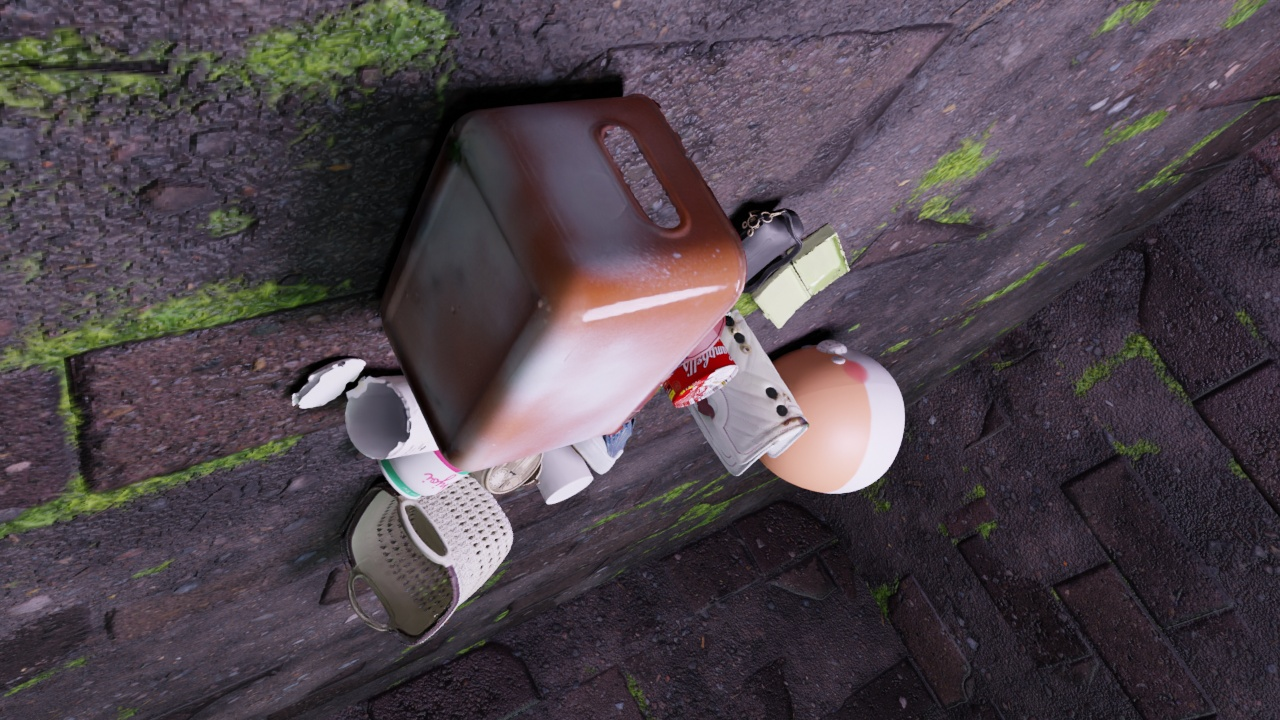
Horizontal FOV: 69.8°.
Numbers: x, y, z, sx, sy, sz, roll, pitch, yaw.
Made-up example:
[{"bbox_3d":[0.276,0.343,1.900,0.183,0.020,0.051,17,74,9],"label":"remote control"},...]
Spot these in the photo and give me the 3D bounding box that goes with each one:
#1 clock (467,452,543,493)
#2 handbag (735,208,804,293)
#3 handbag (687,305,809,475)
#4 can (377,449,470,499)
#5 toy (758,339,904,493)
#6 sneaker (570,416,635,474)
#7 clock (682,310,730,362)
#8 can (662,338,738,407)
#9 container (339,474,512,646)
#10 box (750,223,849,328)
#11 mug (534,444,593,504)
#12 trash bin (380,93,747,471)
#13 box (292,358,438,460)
[{"bbox_3d":[-0.148,0.118,1.070,0.093,0.054,0.141,-47,150,-2],"label":"clock"},{"bbox_3d":[0.118,-0.122,0.997,0.079,0.054,0.129,-4,153,-44],"label":"handbag"},{"bbox_3d":[0.125,0.039,1.215,0.096,0.198,0.142,-20,159,-27],"label":"handbag"},{"bbox_3d":[-0.192,0.073,0.973,0.166,0.088,0.088,-33,163,10],"label":"can"},{"bbox_3d":[0.308,0.094,1.584,0.280,0.263,0.266,3,104,-31],"label":"toy"},{"bbox_3d":[-0.048,0.100,1.281,0.079,0.087,0.235,-44,171,3],"label":"sneaker"},{"bbox_3d":[0.030,-0.044,0.986,0.138,0.096,0.048,-22,144,14],"label":"clock"},{"bbox_3d":[0.047,-0.017,1.063,0.086,0.116,0.087,-27,163,-10],"label":"can"},{"bbox_3d":[-0.275,0.244,1.179,0.142,0.184,0.252,-26,164,-43],"label":"container"},{"bbox_3d":[0.214,-0.108,1.227,0.138,0.030,0.187,-40,162,10],"label":"box"},{"bbox_3d":[-0.117,0.148,1.301,0.074,0.090,0.110,-30,163,0],"label":"mug"},{"bbox_3d":[-0.073,-0.051,0.676,0.157,0.181,0.261,-14,158,-38],"label":"trash bin"},{"bbox_3d":[-0.240,0.049,0.853,0.084,0.094,0.165,-32,172,18],"label":"box"}]
